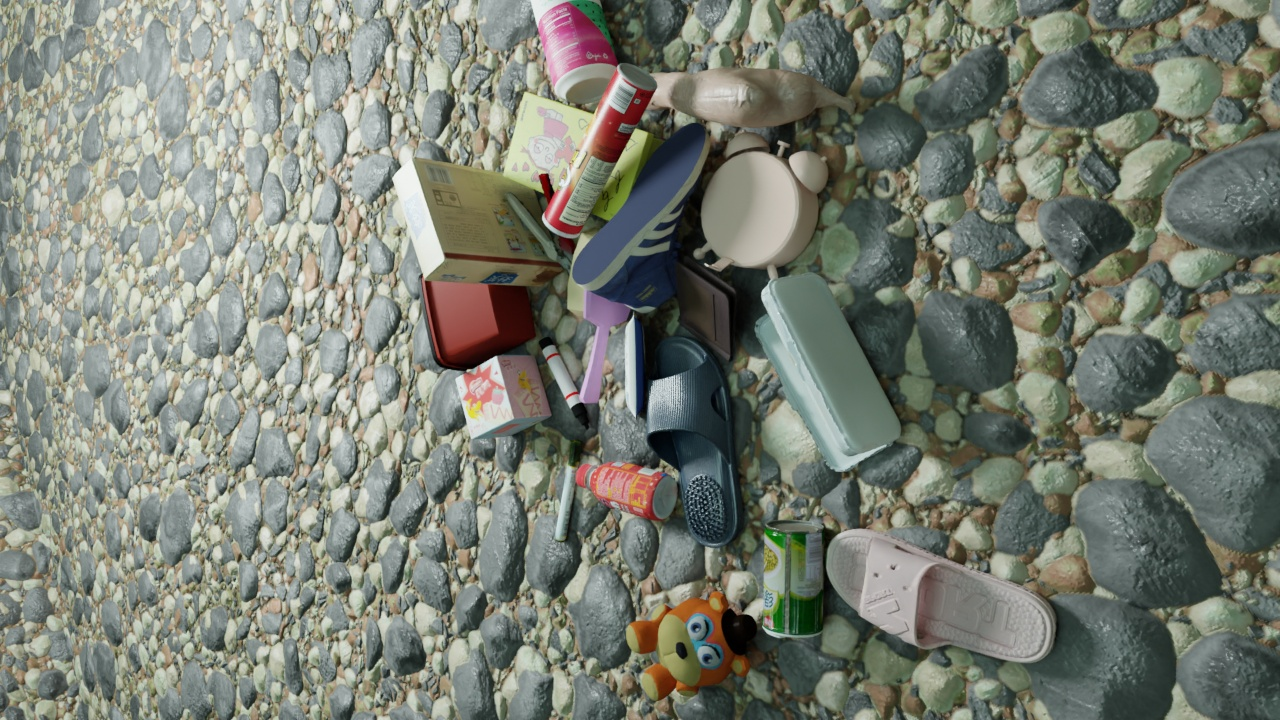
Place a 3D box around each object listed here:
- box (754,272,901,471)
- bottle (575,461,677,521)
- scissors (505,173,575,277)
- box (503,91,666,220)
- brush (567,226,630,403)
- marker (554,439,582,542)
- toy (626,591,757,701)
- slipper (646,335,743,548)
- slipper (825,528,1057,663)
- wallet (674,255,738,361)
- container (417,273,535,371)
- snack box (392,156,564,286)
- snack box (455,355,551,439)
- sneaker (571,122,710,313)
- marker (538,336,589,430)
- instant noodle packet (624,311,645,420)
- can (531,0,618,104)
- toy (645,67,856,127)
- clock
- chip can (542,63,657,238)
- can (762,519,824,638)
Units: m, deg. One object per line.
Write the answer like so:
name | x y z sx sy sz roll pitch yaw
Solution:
box | 0.187 0.015 0.986 0.130 0.105 0.211 -42 66 34
bottle | -0.023 0.162 1.178 0.138 0.061 0.062 10 97 38
scissors | -0.117 -0.164 1.214 0.179 0.015 0.197 34 143 29
box | -0.067 -0.260 1.192 0.221 0.082 0.124 31 109 35
brush | -0.055 -0.059 1.181 0.043 0.089 0.229 20 103 40
marker | -0.099 0.180 1.264 0.017 0.017 0.146 17 101 36
toy | 0.064 0.340 1.102 0.176 0.096 0.112 -29 73 23
slipper | 0.058 0.097 1.102 0.101 0.082 0.263 -17 81 34
slipper | 0.292 0.245 0.935 0.240 0.064 0.094 14 99 35
wallet | 0.076 -0.060 1.087 0.091 0.018 0.116 39 151 30
container | -0.261 -0.058 1.325 0.201 0.126 0.148 -19 79 30
snack box | -0.213 -0.180 1.227 0.055 0.207 0.153 -32 71 36
snack box | -0.194 0.052 1.295 0.093 0.079 0.094 -25 75 35
sneaker | 0.035 -0.155 1.103 0.233 0.118 0.091 -51 41 7
marker | -0.102 0.032 1.262 0.019 0.019 0.145 -40 68 31
instant noodle packet | -0.007 0.007 1.154 0.026 0.087 0.134 -1 91 1
can | -0.086 -0.426 1.198 0.088 0.088 0.165 -23 77 36
toy | 0.097 -0.304 1.064 0.264 0.195 0.065 29 115 60
clock | 0.130 -0.173 1.045 0.131 0.086 0.160 30 102 33
chip can | -0.050 -0.243 1.083 0.052 0.051 0.215 52 129 25
can | 0.171 0.244 1.026 0.067 0.067 0.121 2 91 38
